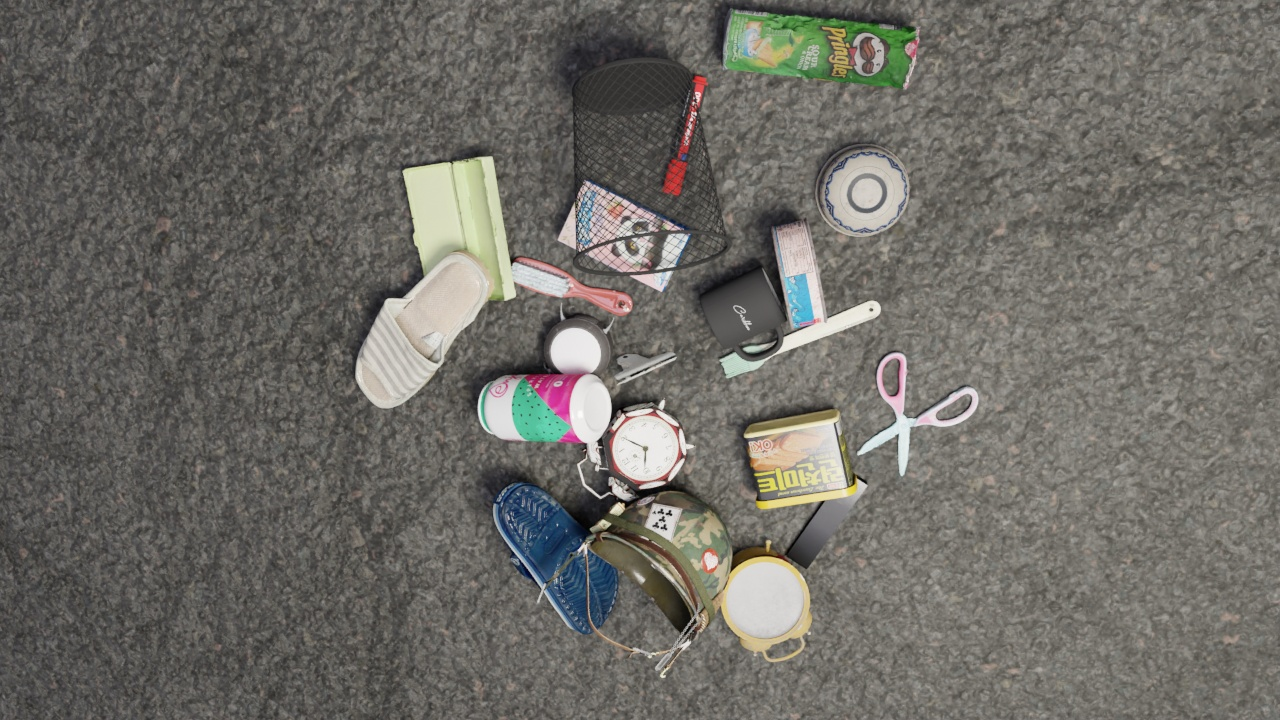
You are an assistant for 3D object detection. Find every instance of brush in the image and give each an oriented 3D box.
[{"bbox_3d":[0.208,-0.029,1.197,0.218,0.012,0.033,-22,100,11],"label":"brush"},{"bbox_3d":[-0.094,-0.095,1.212,0.172,0.030,0.041,18,106,2],"label":"brush"}]

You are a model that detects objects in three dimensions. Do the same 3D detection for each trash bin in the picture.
[{"bbox_3d":[0.002,-0.224,1.075,0.184,0.184,0.210,-8,82,10],"label":"trash bin"}]

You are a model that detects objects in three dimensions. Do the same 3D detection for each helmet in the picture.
[{"bbox_3d":[0.012,0.277,1.181,0.192,0.224,0.236,42,85,8],"label":"helmet"}]

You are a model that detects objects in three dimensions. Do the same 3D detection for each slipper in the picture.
[{"bbox_3d":[-0.123,0.267,1.279,0.095,0.104,0.253,-3,125,50],"label":"slipper"},{"bbox_3d":[-0.296,-0.038,1.224,0.114,0.054,0.273,47,114,7],"label":"slipper"}]

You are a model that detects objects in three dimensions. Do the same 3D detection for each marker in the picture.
[{"bbox_3d":[0.056,-0.281,1.148,0.021,0.023,0.145,28,110,40],"label":"marker"}]

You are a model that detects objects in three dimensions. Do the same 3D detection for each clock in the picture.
[{"bbox_3d":[-0.013,0.124,1.235,0.154,0.065,0.114,-33,98,-1],"label":"clock"},{"bbox_3d":[0.172,0.333,1.254,0.117,0.081,0.159,-22,91,1],"label":"clock"},{"bbox_3d":[-0.084,-0.009,1.225,0.091,0.043,0.123,16,105,4],"label":"clock"}]

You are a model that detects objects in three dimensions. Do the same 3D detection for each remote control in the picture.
[{"bbox_3d":[0.253,0.217,1.250,0.034,0.013,0.150,32,106,3],"label":"remote control"}]

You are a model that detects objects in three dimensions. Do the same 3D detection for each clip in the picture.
[{"bbox_3d":[-0.007,0.007,1.216,0.054,0.101,0.041,-4,105,54],"label":"clip"}]

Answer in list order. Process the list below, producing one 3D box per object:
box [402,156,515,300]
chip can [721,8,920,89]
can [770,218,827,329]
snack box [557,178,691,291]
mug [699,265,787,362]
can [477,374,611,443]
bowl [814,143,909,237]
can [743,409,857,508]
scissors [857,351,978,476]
[{"bbox_3d":[-0.234,-0.169,1.209,0.141,0.048,0.188,-5,103,21],"label":"box"},{"bbox_3d":[0.207,-0.367,1.080,0.223,0.075,0.075,7,105,6],"label":"chip can"},{"bbox_3d":[0.193,-0.105,1.117,0.044,0.129,0.130,-11,102,10],"label":"can"},{"bbox_3d":[-0.020,-0.162,1.184,0.154,0.033,0.088,26,105,1],"label":"snack box"},{"bbox_3d":[0.138,-0.052,1.168,0.088,0.078,0.113,-25,109,13],"label":"mug"},{"bbox_3d":[-0.126,0.062,1.204,0.166,0.088,0.088,-1,105,30],"label":"can"},{"bbox_3d":[0.273,-0.205,1.118,0.115,0.059,0.115,2,104,7],"label":"bowl"},{"bbox_3d":[0.207,0.128,1.198,0.131,0.072,0.101,-12,97,16],"label":"can"},{"bbox_3d":[0.364,0.072,1.199,0.168,0.014,0.170,-1,103,8],"label":"scissors"}]
